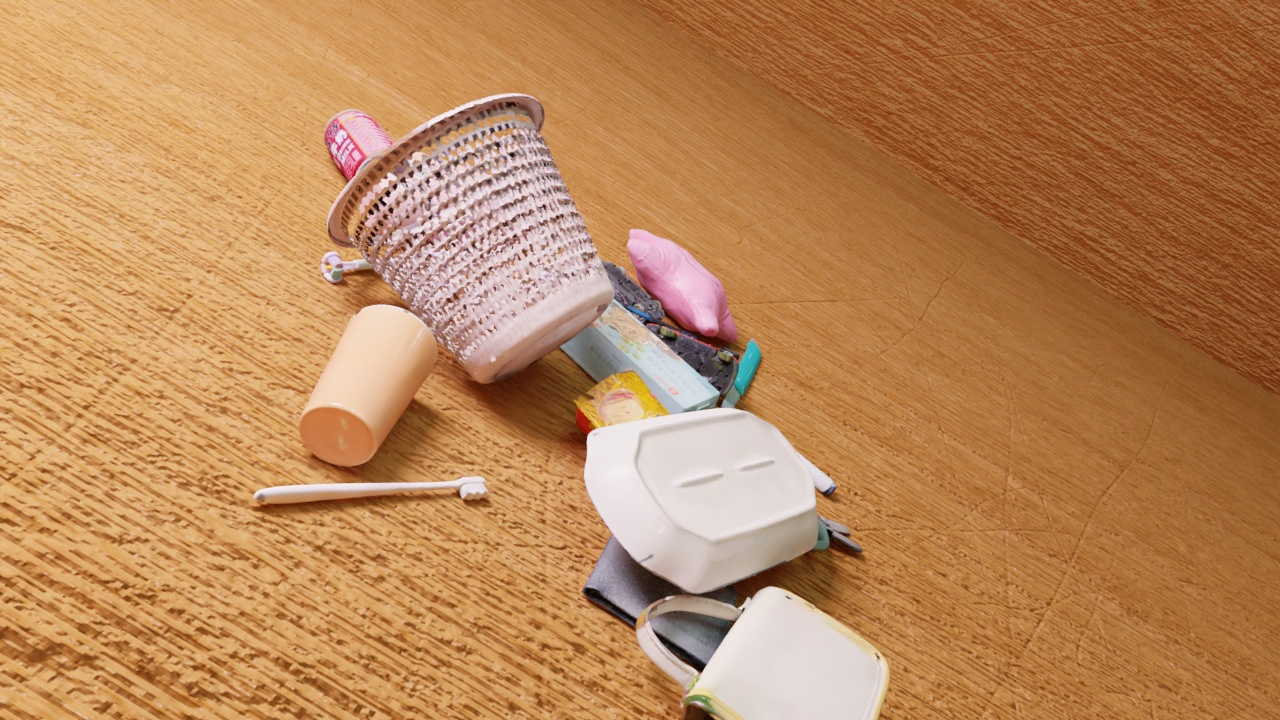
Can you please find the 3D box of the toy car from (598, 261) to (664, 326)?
[{"bbox_3d":[-0.018,-0.078,1.099,0.105,0.031,0.048,46,27,16],"label":"toy car"}]

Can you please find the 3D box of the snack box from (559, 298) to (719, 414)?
[{"bbox_3d":[-0.006,0.006,0.956,0.175,0.052,0.074,42,29,19],"label":"snack box"}]

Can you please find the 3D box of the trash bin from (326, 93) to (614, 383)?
[{"bbox_3d":[-0.134,-0.096,0.833,0.192,0.228,0.226,56,31,3],"label":"trash bin"}]

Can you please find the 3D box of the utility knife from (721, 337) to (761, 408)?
[{"bbox_3d":[0.121,0.018,1.099,0.029,0.013,0.208,57,25,-9],"label":"utility knife"}]

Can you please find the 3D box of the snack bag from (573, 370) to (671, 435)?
[{"bbox_3d":[0.029,0.105,0.822,0.208,0.073,0.128,48,20,20],"label":"snack bag"}]

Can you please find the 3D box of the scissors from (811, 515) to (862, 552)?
[{"bbox_3d":[0.157,0.157,0.886,0.177,0.019,0.169,32,12,-10],"label":"scissors"}]

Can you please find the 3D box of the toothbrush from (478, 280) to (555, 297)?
[{"bbox_3d":[-0.114,-0.081,1.029,0.016,0.017,0.187,43,28,26],"label":"toothbrush"}]

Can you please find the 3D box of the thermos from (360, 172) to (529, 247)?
[{"bbox_3d":[-0.213,-0.169,1.016,0.198,0.067,0.087,-2,49,-45],"label":"thermos"}]

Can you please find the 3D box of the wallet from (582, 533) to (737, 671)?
[{"bbox_3d":[0.019,0.186,0.733,0.121,0.019,0.097,33,30,0],"label":"wallet"}]

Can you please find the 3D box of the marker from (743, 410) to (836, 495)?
[{"bbox_3d":[0.160,0.100,1.006,0.131,0.018,0.022,40,20,16],"label":"marker"}]

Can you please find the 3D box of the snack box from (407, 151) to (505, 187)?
[{"bbox_3d":[-0.221,-0.210,1.115,0.157,0.026,0.084,15,31,-29],"label":"snack box"}]

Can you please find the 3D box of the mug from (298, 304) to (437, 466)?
[{"bbox_3d":[-0.213,0.021,0.710,0.078,0.078,0.122,26,33,-10],"label":"mug"}]

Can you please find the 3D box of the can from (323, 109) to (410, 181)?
[{"bbox_3d":[-0.305,-0.229,1.020,0.066,0.067,0.094,-4,44,-47],"label":"can"}]

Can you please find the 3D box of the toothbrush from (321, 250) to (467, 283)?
[{"bbox_3d":[-0.241,-0.101,0.931,0.021,0.029,0.188,3,11,33],"label":"toothbrush"}]

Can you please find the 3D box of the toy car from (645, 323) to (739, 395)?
[{"bbox_3d":[0.051,-0.002,1.023,0.120,0.053,0.045,24,6,-5],"label":"toy car"}]

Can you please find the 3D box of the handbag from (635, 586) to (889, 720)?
[{"bbox_3d":[0.081,0.231,0.675,0.179,0.063,0.163,35,29,13],"label":"handbag"}]

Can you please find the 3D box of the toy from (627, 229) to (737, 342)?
[{"bbox_3d":[0.050,-0.097,1.147,0.194,0.075,0.178,47,13,12],"label":"toy"}]

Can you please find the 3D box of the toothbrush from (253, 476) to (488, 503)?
[{"bbox_3d":[-0.190,0.097,0.670,0.179,0.016,0.016,4,44,-42],"label":"toothbrush"}]

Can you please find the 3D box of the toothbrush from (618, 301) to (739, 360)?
[{"bbox_3d":[0.049,-0.034,1.084,0.189,0.016,0.014,25,13,-32],"label":"toothbrush"}]

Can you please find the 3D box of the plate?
[{"bbox_3d":[0.067,0.102,0.775,0.265,0.034,0.162,-3,52,-49],"label":"plate"}]
